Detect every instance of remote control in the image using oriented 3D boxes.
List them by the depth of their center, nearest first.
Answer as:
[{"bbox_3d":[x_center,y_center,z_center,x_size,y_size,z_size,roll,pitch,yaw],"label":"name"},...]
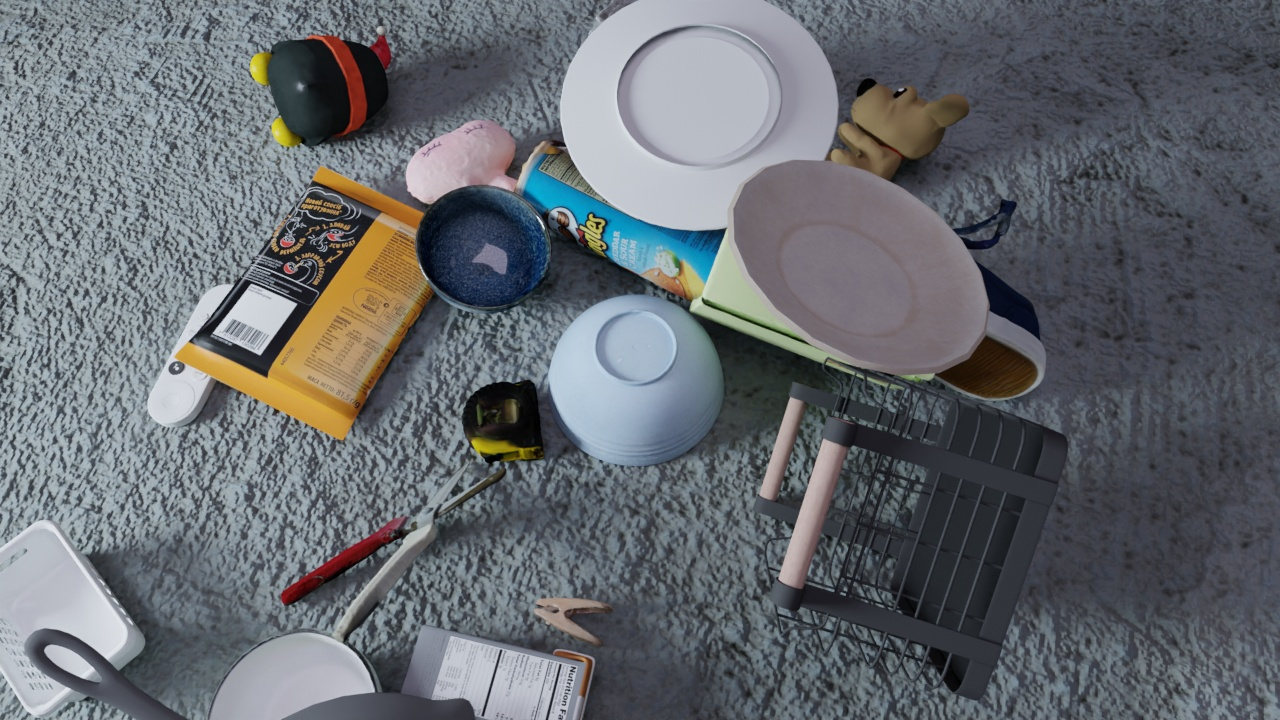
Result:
[{"bbox_3d":[-0.379,-0.006,0.791,0.043,0.013,0.136,13,65,6],"label":"remote control"}]

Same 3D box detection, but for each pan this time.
[{"bbox_3d":[-0.224,0.272,0.568,0.354,0.024,0.216,38,78,-9],"label":"pan"}]

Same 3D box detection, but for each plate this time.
[{"bbox_3d":[0.144,-0.062,0.619,0.188,0.027,0.188,10,52,-13],"label":"plate"},{"bbox_3d":[0.043,-0.195,0.685,0.208,0.015,0.208,-1,73,3],"label":"plate"}]

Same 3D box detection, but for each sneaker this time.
[{"bbox_3d":[0.211,-0.088,0.749,0.294,0.121,0.127,28,53,-14],"label":"sneaker"}]

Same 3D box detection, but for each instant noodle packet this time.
[{"bbox_3d":[-0.270,-0.057,0.802,0.160,0.032,0.220,25,67,5],"label":"instant noodle packet"}]

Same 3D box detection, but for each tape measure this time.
[{"bbox_3d":[-0.113,0.048,0.750,0.062,0.038,0.067,-7,65,-3],"label":"tape measure"}]

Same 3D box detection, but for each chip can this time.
[{"bbox_3d":[0.003,-0.114,0.809,0.229,0.080,0.079,29,67,12],"label":"chip can"}]

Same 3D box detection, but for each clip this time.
[{"bbox_3d":[-0.051,0.199,0.687,0.061,0.024,0.041,-1,62,11],"label":"clip"}]

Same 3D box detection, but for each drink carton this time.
[{"bbox_3d":[-0.101,0.236,0.653,0.125,0.048,0.076,11,65,6],"label":"drink carton"}]

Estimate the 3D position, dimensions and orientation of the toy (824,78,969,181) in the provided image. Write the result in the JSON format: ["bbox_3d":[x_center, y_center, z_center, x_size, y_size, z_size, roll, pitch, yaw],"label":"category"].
[{"bbox_3d":[0.228,-0.204,0.847,0.106,0.134,0.108,41,97,-5],"label":"toy"}]

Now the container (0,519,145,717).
[{"bbox_3d":[-0.427,0.191,0.675,0.080,0.050,0.129,-41,71,-18],"label":"container"}]

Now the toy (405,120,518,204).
[{"bbox_3d":[-0.155,-0.168,0.851,0.108,0.053,0.105,-36,83,-18],"label":"toy"}]

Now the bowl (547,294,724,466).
[{"bbox_3d":[-0.004,0.004,0.751,0.150,0.075,0.150,0,64,1],"label":"bowl"}]

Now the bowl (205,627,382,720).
[{"bbox_3d":[-0.231,0.250,0.637,0.116,0.066,0.116,0,64,0],"label":"bowl"}]

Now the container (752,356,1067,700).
[{"bbox_3d":[0.157,0.093,0.607,0.130,0.241,0.163,17,95,4],"label":"container"}]

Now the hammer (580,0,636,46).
[{"bbox_3d":[0.078,-0.173,0.816,0.326,0.177,0.079,43,70,-1],"label":"hammer"}]

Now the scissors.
[{"bbox_3d":[-0.183,0.141,0.671,0.199,0.179,0.015,-30,108,1],"label":"scissors"}]

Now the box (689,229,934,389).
[{"bbox_3d":[0.136,-0.030,0.707,0.188,0.131,0.064,21,55,-3],"label":"box"}]

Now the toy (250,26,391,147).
[{"bbox_3d":[-0.291,-0.262,0.874,0.119,0.100,0.097,-27,110,-37],"label":"toy"}]

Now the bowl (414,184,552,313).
[{"bbox_3d":[-0.138,-0.089,0.799,0.114,0.061,0.114,4,73,-13],"label":"bowl"}]
